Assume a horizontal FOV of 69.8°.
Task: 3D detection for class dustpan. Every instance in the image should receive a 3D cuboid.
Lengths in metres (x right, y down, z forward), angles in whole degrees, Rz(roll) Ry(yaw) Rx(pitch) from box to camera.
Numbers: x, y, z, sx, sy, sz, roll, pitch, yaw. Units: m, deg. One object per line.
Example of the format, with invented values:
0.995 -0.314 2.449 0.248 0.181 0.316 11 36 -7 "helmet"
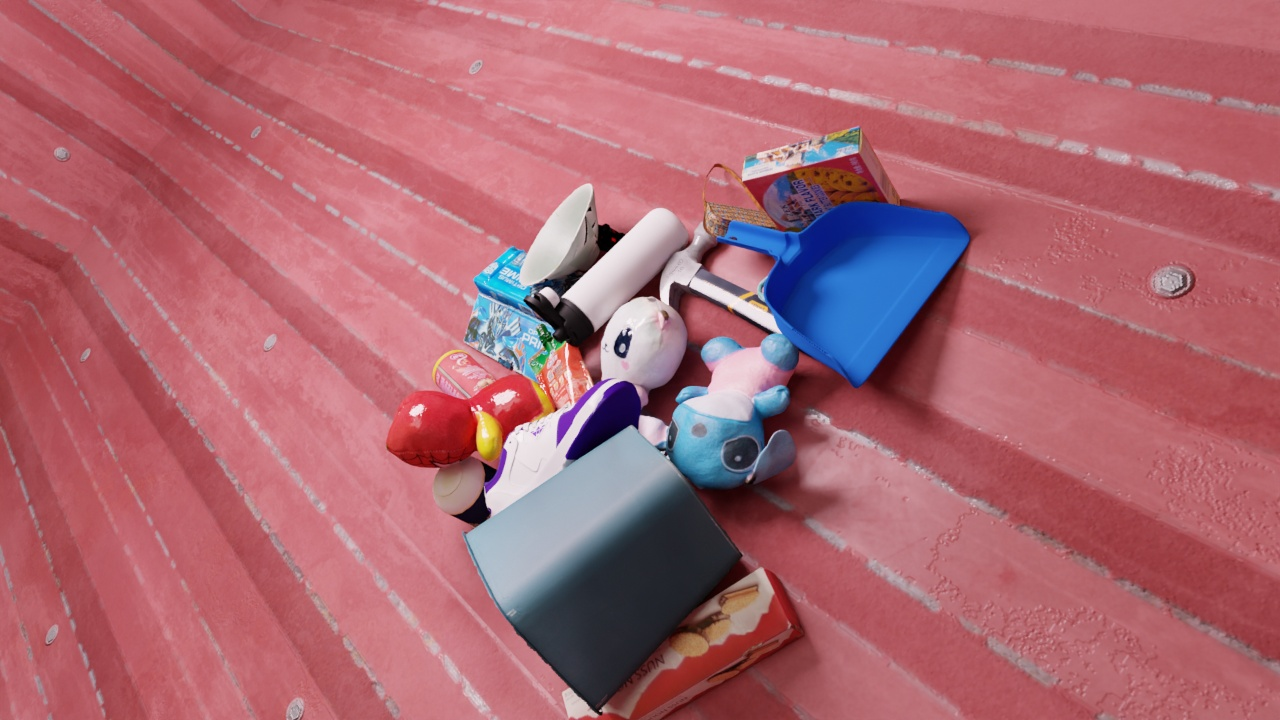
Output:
0.198 -0.107 1.053 0.258 0.059 0.245 22 61 41 "dustpan"

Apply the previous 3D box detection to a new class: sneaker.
-0.099 0.102 1.075 0.244 0.091 0.111 -51 51 12 "sneaker"

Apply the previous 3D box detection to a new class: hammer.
0.145 -0.069 1.134 0.313 0.035 0.139 31 84 42 "hammer"

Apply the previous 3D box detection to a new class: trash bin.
-0.035 0.206 0.972 0.218 0.199 0.196 -39 29 -7 "trash bin"

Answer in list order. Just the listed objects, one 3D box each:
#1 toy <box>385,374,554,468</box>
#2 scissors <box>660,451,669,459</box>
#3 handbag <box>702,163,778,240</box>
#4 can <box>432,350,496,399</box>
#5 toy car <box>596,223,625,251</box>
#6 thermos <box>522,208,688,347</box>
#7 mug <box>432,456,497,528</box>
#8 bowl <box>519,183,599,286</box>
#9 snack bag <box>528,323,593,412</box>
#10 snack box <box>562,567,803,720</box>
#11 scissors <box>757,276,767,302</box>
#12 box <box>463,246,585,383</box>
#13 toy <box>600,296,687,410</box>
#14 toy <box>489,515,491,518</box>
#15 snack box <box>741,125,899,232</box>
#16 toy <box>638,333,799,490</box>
-0.223 0.078 1.192 0.148 0.216 0.099 -164 64 -69 "toy"
0.005 0.138 1.123 0.083 0.016 0.134 12 70 41 "scissors"
0.117 -0.209 1.217 0.195 0.093 0.043 -102 23 -51 "handbag"
-0.245 0.039 1.326 0.066 0.066 0.124 -52 47 -2 "can"
-0.059 -0.181 1.342 0.092 0.042 0.036 22 89 42 "toy car"
-0.042 -0.120 1.220 0.229 0.101 0.069 -45 26 -16 "thermos"
-0.235 0.168 1.225 0.112 0.089 0.085 20 77 42 "mug"
-0.096 -0.160 1.299 0.175 0.068 0.173 -42 28 29 "bowl"
-0.109 0.013 1.236 0.087 0.044 0.155 -42 59 25 "snack bag"
0.039 0.320 0.967 0.273 0.044 0.076 -35 48 14 "snack box"
0.180 -0.107 1.113 0.108 0.012 0.131 -9 44 1 "scissors"
-0.167 -0.074 1.345 0.244 0.060 0.175 25 80 43 "box"
-0.007 0.007 1.160 0.179 0.101 0.139 -67 25 7 "toy"
-0.124 0.177 1.157 0.123 0.067 0.157 28 87 40 "toy"
0.216 -0.203 1.088 0.145 0.142 0.040 -9 60 32 "snack box"
0.091 0.055 1.057 0.224 0.099 0.191 7 62 39 "toy"
